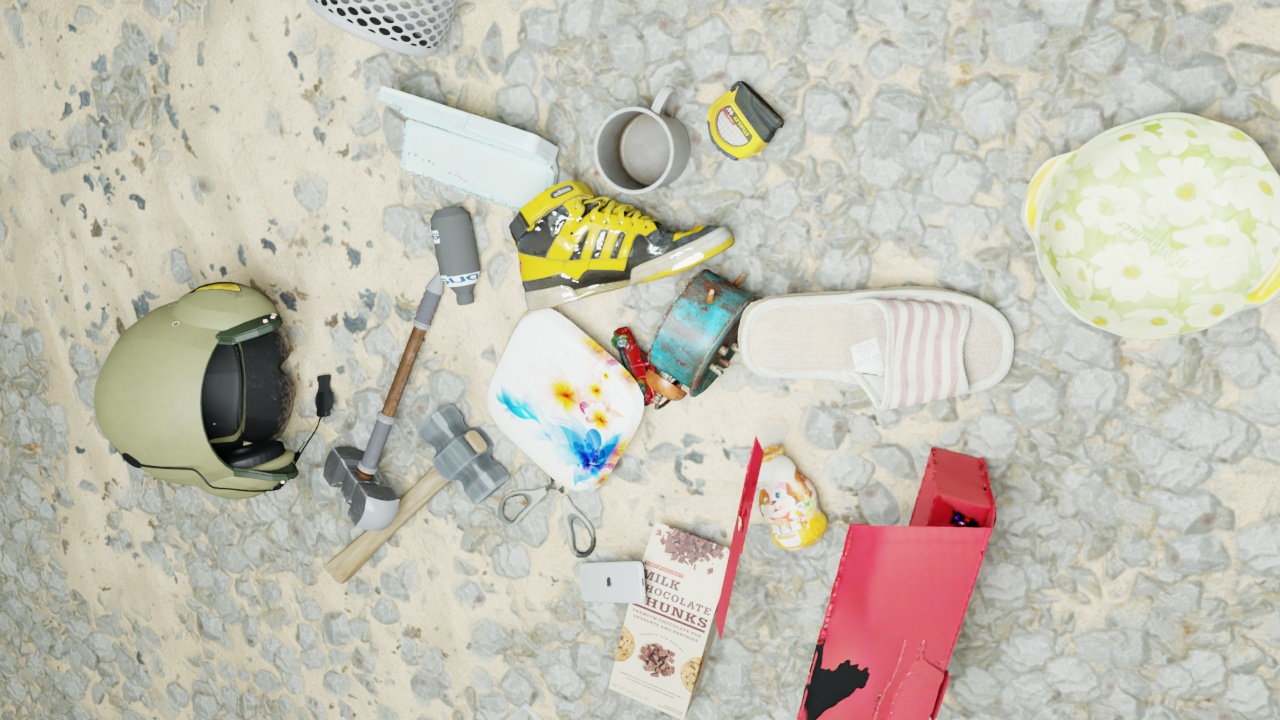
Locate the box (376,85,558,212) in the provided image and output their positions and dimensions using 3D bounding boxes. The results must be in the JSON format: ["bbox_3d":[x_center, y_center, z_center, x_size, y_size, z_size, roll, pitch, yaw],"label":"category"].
[{"bbox_3d":[-0.188,-0.228,0.999,0.197,0.077,0.122,21,129,16],"label":"box"}]

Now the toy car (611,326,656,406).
[{"bbox_3d":[-0.006,0.006,1.007,0.036,0.042,0.091,-26,101,-6],"label":"toy car"}]

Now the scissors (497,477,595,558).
[{"bbox_3d":[-0.102,0.166,1.101,0.171,0.012,0.157,-34,91,24],"label":"scissors"}]

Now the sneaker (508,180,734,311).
[{"bbox_3d":[-0.028,-0.136,0.949,0.239,0.085,0.122,-14,102,20],"label":"sneaker"}]

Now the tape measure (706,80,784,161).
[{"bbox_3d":[0.099,-0.233,0.907,0.065,0.037,0.064,46,114,6],"label":"tape measure"}]

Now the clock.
[{"bbox_3d":[0.061,-0.011,0.937,0.073,0.121,0.158,34,118,14],"label":"clock"}]

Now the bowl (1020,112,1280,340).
[{"bbox_3d":[0.445,-0.116,0.797,0.219,0.060,0.189,23,111,15],"label":"bowl"}]

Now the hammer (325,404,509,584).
[{"bbox_3d":[-0.302,0.191,1.166,0.324,0.051,0.117,-42,85,27],"label":"hammer"}]

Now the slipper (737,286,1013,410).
[{"bbox_3d":[0.225,-0.012,0.870,0.263,0.052,0.115,3,104,-1],"label":"slipper"}]

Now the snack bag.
[{"bbox_3d":[0.039,0.290,1.050,0.094,0.069,0.207,18,109,15],"label":"snack bag"}]

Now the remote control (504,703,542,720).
[{"bbox_3d":[-0.121,0.513,1.200,0.136,0.011,0.050,47,114,4],"label":"remote control"}]

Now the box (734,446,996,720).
[{"bbox_3d":[0.229,0.224,0.800,0.124,0.377,0.212,22,112,31],"label":"box"}]

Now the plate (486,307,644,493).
[{"bbox_3d":[-0.094,0.049,1.038,0.187,0.016,0.187,40,125,15],"label":"plate"}]

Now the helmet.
[{"bbox_3d":[-0.488,0.030,1.066,0.233,0.255,0.250,3,103,16],"label":"helmet"}]

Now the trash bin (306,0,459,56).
[{"bbox_3d":[-0.243,-0.422,0.924,0.156,0.156,0.184,32,115,10],"label":"trash bin"}]

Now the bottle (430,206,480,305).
[{"bbox_3d":[-0.209,-0.119,1.048,0.047,0.046,0.112,-4,103,21],"label":"bottle"}]

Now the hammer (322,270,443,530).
[{"bbox_3d":[-0.294,0.035,1.109,0.156,0.043,0.322,36,107,46],"label":"hammer"}]

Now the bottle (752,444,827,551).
[{"bbox_3d":[0.154,0.145,0.972,0.063,0.063,0.109,-21,95,24],"label":"bottle"}]

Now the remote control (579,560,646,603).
[{"bbox_3d":[-0.033,0.254,1.051,0.147,0.008,0.045,-22,69,57],"label":"remote control"}]

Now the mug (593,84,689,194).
[{"bbox_3d":[0.010,-0.225,0.925,0.084,0.070,0.113,36,113,8],"label":"mug"}]
